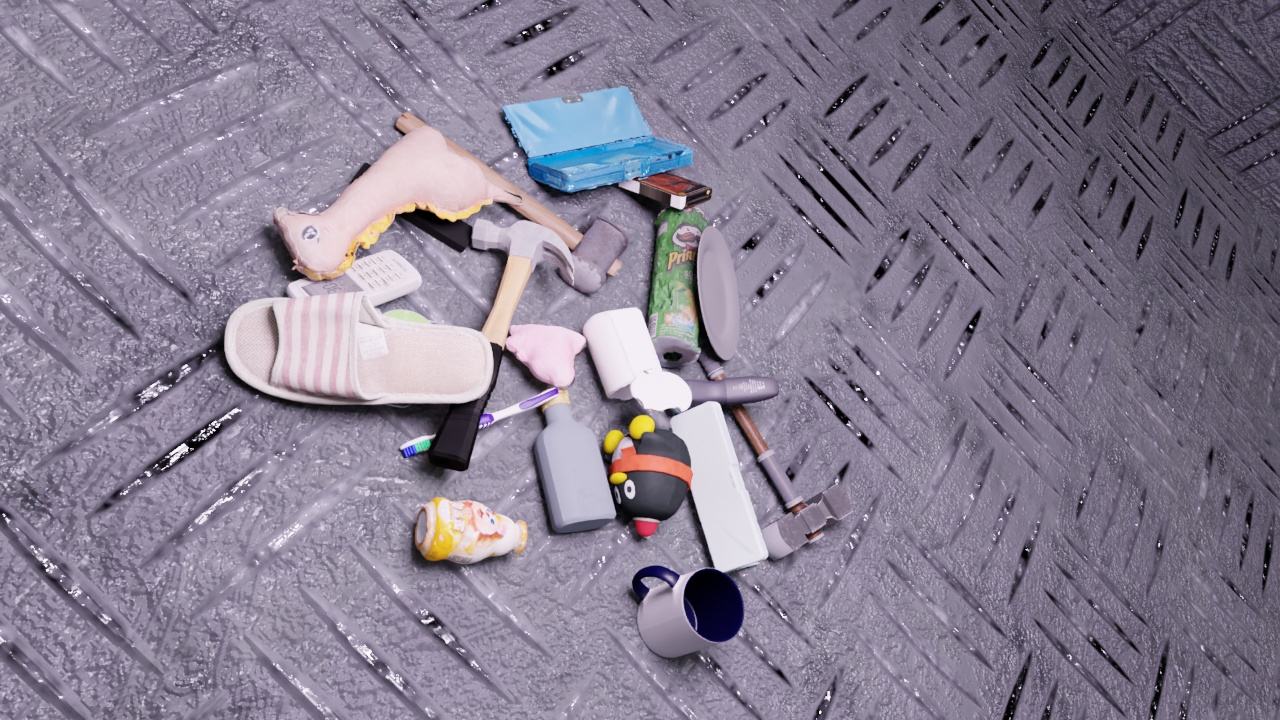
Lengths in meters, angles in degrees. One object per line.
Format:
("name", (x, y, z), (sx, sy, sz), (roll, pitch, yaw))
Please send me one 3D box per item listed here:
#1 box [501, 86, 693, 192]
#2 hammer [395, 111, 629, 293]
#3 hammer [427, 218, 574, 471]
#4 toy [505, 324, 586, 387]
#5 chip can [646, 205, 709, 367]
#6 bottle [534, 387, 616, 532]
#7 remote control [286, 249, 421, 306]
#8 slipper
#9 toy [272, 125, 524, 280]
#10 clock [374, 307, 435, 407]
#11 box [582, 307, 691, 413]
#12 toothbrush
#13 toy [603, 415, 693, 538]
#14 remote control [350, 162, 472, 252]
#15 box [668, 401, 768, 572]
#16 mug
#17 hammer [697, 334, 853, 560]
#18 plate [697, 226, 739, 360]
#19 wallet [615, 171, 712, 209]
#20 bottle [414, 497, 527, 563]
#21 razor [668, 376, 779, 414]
("box", (-0.058, -0.297, 1.263), (0.231, 0.066, 0.173), (-21, 59, -38))
("hammer", (-0.162, -0.208, 1.157), (0.328, 0.052, 0.097), (35, 52, -8))
("hammer", (-0.164, -0.026, 1.024), (0.131, 0.039, 0.327), (12, 56, 3))
("toy", (-0.112, -0.012, 1.073), (0.093, 0.050, 0.102), (17, 32, -6))
("chip can", (0.048, -0.099, 1.211), (0.075, 0.076, 0.222), (20, 57, -23))
("bottle", (-0.081, 0.109, 1.034), (0.072, 0.046, 0.161), (-1, 63, -33))
("remote control", (-0.308, -0.079, 0.993), (0.060, 0.026, 0.138), (40, 46, 24))
("slipper", (-0.278, -0.010, 0.917), (0.263, 0.052, 0.115), (7, 85, -11))
("toy", (-0.267, -0.166, 1.029), (0.196, 0.065, 0.263), (33, 51, -4))
("clock", (-0.259, -0.005, 0.986), (0.094, 0.043, 0.119), (11, 61, -26))
("box", (-0.006, 0.007, 1.093), (0.084, 0.119, 0.159), (-11, 74, -34))
("toothbrush", (-0.171, 0.066, 0.999), (0.186, 0.015, 0.016), (-20, 80, -25))
("toy", (0.011, 0.137, 1.049), (0.099, 0.098, 0.119), (21, 59, -27))
("remote control", (-0.269, -0.181, 1.091), (0.150, 0.013, 0.034), (31, 52, -14))
("box", (0.102, 0.157, 1.123), (0.096, 0.086, 0.198), (14, 56, -59))
("mug", (0.041, 0.265, 0.998), (0.112, 0.097, 0.078), (42, 51, -7))
("hammer", (0.143, 0.091, 1.196), (0.155, 0.043, 0.322), (-22, 76, -38))
("plate", (0.100, -0.089, 1.217), (0.178, 0.012, 0.178), (-6, 90, -68))
("wallet", (0.031, -0.240, 1.261), (0.123, 0.019, 0.072), (28, 39, 34))
("bottle", (-0.171, 0.175, 0.933), (0.108, 0.063, 0.063), (11, 60, -28))
("razor", (0.104, 0.040, 1.158), (0.143, 0.052, 0.047), (-6, 70, 0))
